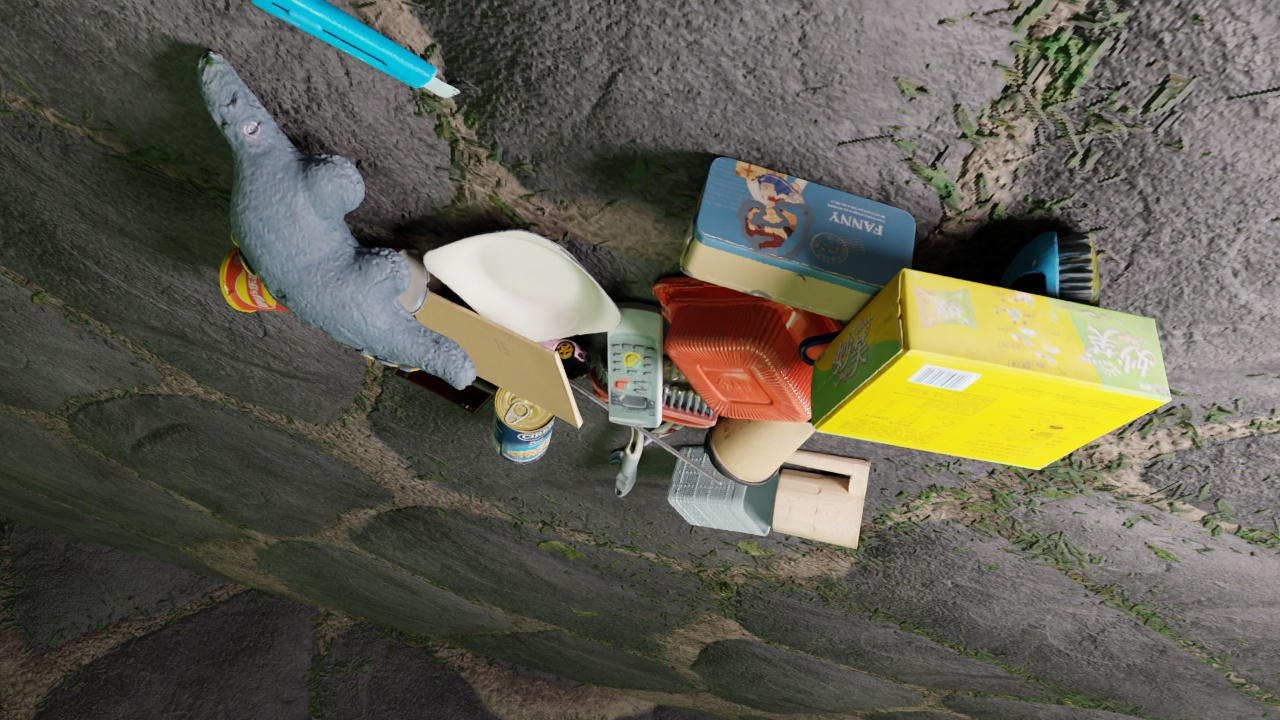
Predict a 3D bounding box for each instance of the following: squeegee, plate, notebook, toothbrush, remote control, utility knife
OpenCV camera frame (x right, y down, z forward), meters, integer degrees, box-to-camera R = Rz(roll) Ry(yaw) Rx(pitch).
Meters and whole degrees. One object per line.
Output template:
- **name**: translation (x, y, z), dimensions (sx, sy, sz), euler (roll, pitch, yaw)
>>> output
- **squeegee**: translation (-0.012, 0.116, 1.146), dimensions (0.246, 0.039, 0.247), euler (33, 154, 12)
- **plate**: translation (-0.111, -0.079, 0.896), dimensions (0.164, 0.034, 0.164), euler (-7, 143, 35)
- **notebook**: translation (-0.163, -0.009, 0.996), dimensions (0.211, 0.012, 0.150), euler (25, 154, 21)
- **toothbrush**: translation (0.006, 0.104, 1.167), dimensions (0.016, 0.017, 0.188), euler (30, 148, -18)
- **remote control**: translation (-0.006, 0.005, 0.937), dimensions (0.056, 0.019, 0.135), euler (7, 118, 12)
- **utility knife**: translation (-0.213, -0.241, 0.688), dimensions (0.166, 0.018, 0.034), euler (26, 148, -19)

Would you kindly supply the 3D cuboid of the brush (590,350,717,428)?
- **brush**: translation (0.016, 0.033, 0.996), dimensions (0.146, 0.063, 0.069), euler (13, 137, 7)

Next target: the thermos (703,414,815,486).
- **thermos**: translation (0.137, 0.073, 0.990), dimensions (0.093, 0.092, 0.144), euler (24, 142, -14)

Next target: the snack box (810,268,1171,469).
- **snack box**: translation (0.258, 0.014, 0.704), dimensions (0.210, 0.070, 0.158), euler (10, 153, -10)

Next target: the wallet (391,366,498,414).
- **wallet**: translation (-0.247, 0.024, 1.153), dimensions (0.122, 0.020, 0.097), euler (28, 149, -16)

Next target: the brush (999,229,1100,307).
- **brush**: translation (0.321, -0.047, 0.723), dimensions (0.074, 0.055, 0.144), euler (-3, 147, 25)

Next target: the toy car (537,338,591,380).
- **toy car**: translation (-0.112, -0.012, 1.004), dimensions (0.122, 0.037, 0.056), euler (12, 153, 12)

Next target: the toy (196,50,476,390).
- **toy**: translation (-0.291, -0.103, 0.830), dimensions (0.138, 0.091, 0.356), euler (-18, 117, 32)

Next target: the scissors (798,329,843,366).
- **scissors**: translation (0.211, -0.028, 0.777), dimensions (0.169, 0.012, 0.147), euler (28, 110, -20)

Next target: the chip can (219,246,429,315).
- **chip can**: translation (-0.330, -0.083, 0.955), dimensions (0.217, 0.073, 0.073), euler (4, 148, 20)

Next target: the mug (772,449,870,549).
- **mug**: translation (0.220, 0.164, 1.119), dimensions (0.104, 0.084, 0.125), euler (9, 125, 15)

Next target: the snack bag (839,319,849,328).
- **snack bag**: translation (0.180, -0.034, 0.841), dimensions (0.045, 0.026, 0.105), euler (14, 151, 0)

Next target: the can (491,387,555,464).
- **can**: translation (-0.144, 0.075, 1.131), dimensions (0.075, 0.075, 0.111), euler (17, 151, -3)

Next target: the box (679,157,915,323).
- **box**: translation (0.127, -0.089, 0.714), dimensions (0.184, 0.089, 0.059), euler (13, 150, -1)

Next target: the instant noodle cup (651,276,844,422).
- **instant noodle cup**: translation (0.101, -0.007, 0.854), dimensions (0.189, 0.079, 0.164), euler (2, 143, 44)

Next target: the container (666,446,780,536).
- **container**: translation (0.102, 0.160, 1.148), dimensions (0.112, 0.089, 0.090), euler (-1, 146, 32)
